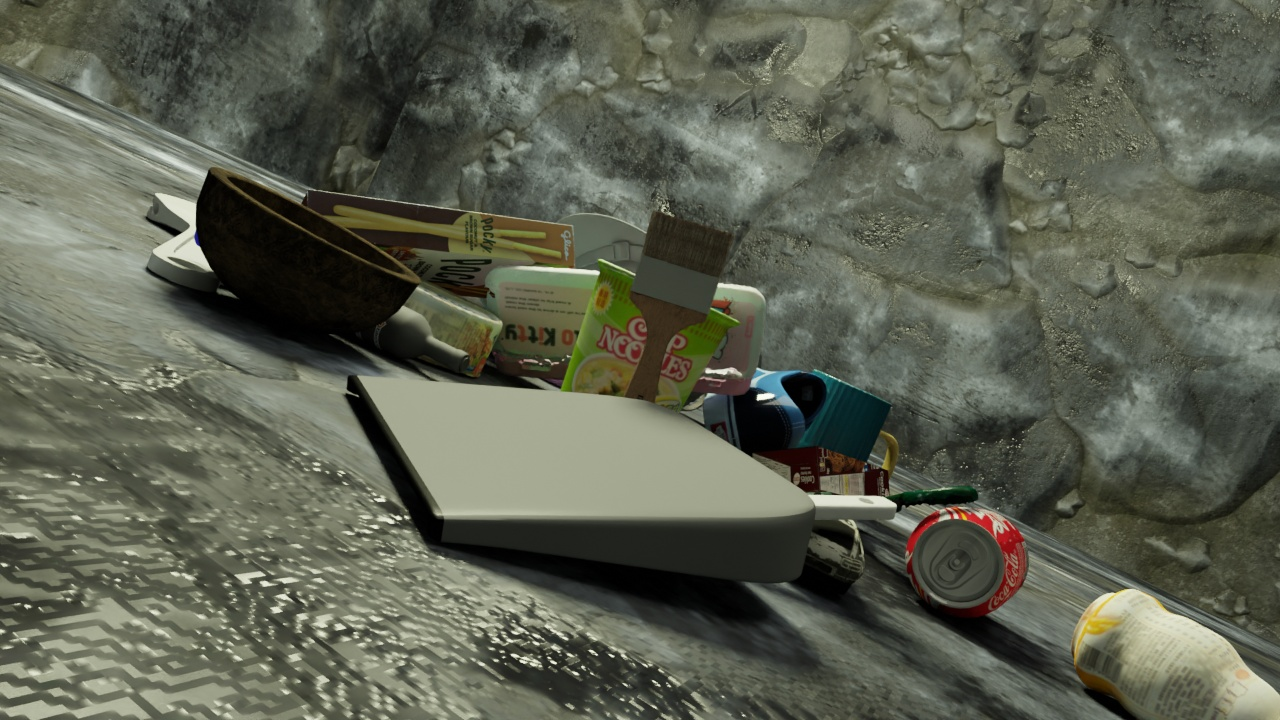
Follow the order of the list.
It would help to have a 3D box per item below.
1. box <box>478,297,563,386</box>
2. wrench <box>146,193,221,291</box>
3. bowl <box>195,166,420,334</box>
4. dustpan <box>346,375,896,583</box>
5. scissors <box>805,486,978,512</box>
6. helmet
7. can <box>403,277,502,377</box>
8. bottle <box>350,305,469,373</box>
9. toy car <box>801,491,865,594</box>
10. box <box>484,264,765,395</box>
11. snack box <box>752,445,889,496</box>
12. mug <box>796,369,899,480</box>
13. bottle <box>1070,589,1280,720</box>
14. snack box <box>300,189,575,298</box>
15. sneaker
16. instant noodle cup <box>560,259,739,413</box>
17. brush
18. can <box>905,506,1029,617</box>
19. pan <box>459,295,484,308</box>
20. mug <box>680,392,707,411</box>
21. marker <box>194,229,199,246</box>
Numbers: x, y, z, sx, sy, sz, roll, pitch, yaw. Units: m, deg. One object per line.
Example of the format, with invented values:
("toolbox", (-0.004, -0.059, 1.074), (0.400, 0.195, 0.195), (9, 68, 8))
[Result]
("box", (-0.106, -0.027, 0.867), (0.150, 0.049, 0.214), (45, -4, -19))
("wrench", (-0.292, -0.079, 0.599), (0.086, 0.018, 0.273), (24, 4, -21))
("bowl", (-0.188, -0.049, 0.501), (0.121, 0.056, 0.121), (30, 3, -2))
("dustpan", (0.014, 0.052, 0.403), (0.257, 0.033, 0.163), (5, 12, -27))
("scissors", (0.129, 0.102, 0.633), (0.146, 0.015, 0.210), (-3, -13, -8))
("helmet", (-0.006, -0.021, 0.951), (0.271, 0.117, 0.184), (39, -33, -14))
("can", (-0.140, -0.025, 0.620), (0.086, 0.043, 0.086), (26, 4, -2))
("bottle", (-0.153, -0.021, 0.559), (0.113, 0.030, 0.030), (25, 3, 15))
("toy car", (0.093, 0.091, 0.493), (0.048, 0.040, 0.112), (26, 2, 4))
("box", (-0.010, -0.035, 0.683), (0.202, 0.103, 0.086), (5, 44, 2))
("snack box", (0.142, 0.094, 0.707), (0.051, 0.031, 0.140), (-10, -18, 33))
("mug", (0.187, 0.077, 0.852), (0.113, 0.107, 0.083), (24, 1, -15))
("bottle", (0.287, 0.169, 0.482), (0.063, 0.063, 0.109), (22, 7, -39))
("snack box", (-0.153, -0.078, 0.666), (0.185, 0.031, 0.101), (4, -13, -29))
("sneaker", (0.112, 0.042, 0.797), (0.098, 0.083, 0.241), (-10, 6, 8))
("instant noodle cup", (-0.003, 0.003, 0.586), (0.099, 0.108, 0.099), (24, 3, -2))
("brush", (0.009, -0.005, 0.491), (0.045, 0.143, 0.008), (16, 2, 2))
("can", (0.204, 0.124, 0.569), (0.064, 0.064, 0.104), (26, 3, 28))
("pan", (-0.103, -0.033, 1.114), (0.356, 0.055, 0.187), (16, 8, -42))
("mug", (0.014, 0.011, 0.847), (0.113, 0.070, 0.084), (57, -8, -23))
("marker", (-0.217, -0.053, 0.581), (0.020, 0.020, 0.141), (26, -3, 29))
